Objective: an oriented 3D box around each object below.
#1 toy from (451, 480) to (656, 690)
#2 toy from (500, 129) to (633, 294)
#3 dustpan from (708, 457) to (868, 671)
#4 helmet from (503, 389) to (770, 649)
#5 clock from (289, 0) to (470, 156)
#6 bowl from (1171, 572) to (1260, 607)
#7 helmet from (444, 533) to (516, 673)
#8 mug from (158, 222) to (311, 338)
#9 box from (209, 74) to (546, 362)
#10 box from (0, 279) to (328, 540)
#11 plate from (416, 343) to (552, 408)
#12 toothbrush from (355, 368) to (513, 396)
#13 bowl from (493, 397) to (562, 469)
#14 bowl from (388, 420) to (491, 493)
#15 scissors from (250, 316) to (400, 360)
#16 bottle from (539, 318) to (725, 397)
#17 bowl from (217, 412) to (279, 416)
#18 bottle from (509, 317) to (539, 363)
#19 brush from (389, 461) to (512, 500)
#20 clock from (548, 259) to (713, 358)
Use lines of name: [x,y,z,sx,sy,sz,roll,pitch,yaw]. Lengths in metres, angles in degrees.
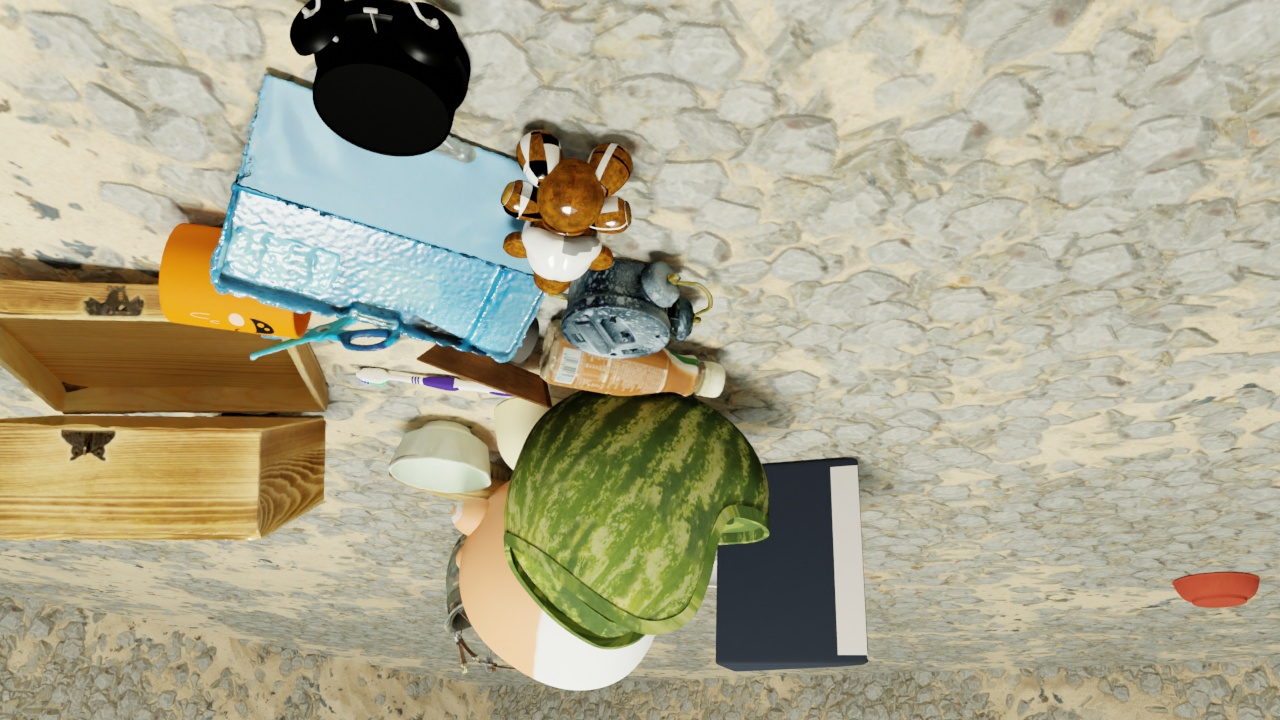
toy: [-0.089,0.247,1.100,0.281,0.265,0.263,16,143,4]
toy: [-0.052,-0.093,0.620,0.087,0.067,0.113,8,148,-9]
dustpan: [0.137,0.251,1.111,0.274,0.235,0.080,-7,153,21]
helmet: [-0.006,0.136,0.894,0.243,0.246,0.214,42,154,5]
clock: [-0.146,-0.166,0.521,0.091,0.042,0.121,5,154,-2]
bowl: [0.928,0.372,1.475,0.122,0.035,0.122,3,154,1]
helmet: [-0.194,0.361,1.377,0.193,0.236,0.224,-19,146,11]
mug: [-0.312,-0.063,0.732,0.096,0.077,0.112,8,-176,-8]
box: [-0.166,-0.090,0.649,0.231,0.033,0.175,16,128,-25]
box: [-0.456,0.045,0.867,0.279,0.220,0.259,0,177,-6]
plate: [-0.138,0.011,0.846,0.131,0.025,0.131,20,176,1]
toothbrush: [-0.197,0.024,0.945,0.186,0.015,0.016,6,159,-6]
bowl: [-0.107,0.097,1.012,0.118,0.074,0.118,3,154,1]
bowl: [-0.228,0.107,1.065,0.117,0.061,0.118,3,154,1]
scissors: [-0.247,-0.021,0.743,0.137,0.127,0.012,-21,120,-26]
bottle: [-0.005,0.005,0.830,0.167,0.059,0.059,11,153,-16]
bowl: [-0.440,0.087,1.032,0.120,0.066,0.120,7,-173,-1]
bottle: [-0.172,-0.048,0.760,0.184,0.045,0.046,23,148,-33]
brush: [-0.222,0.151,1.172,0.195,0.043,0.059,15,151,-24]
clock: [-0.005,-0.042,0.744,0.129,0.052,0.090,-4,153,17]
